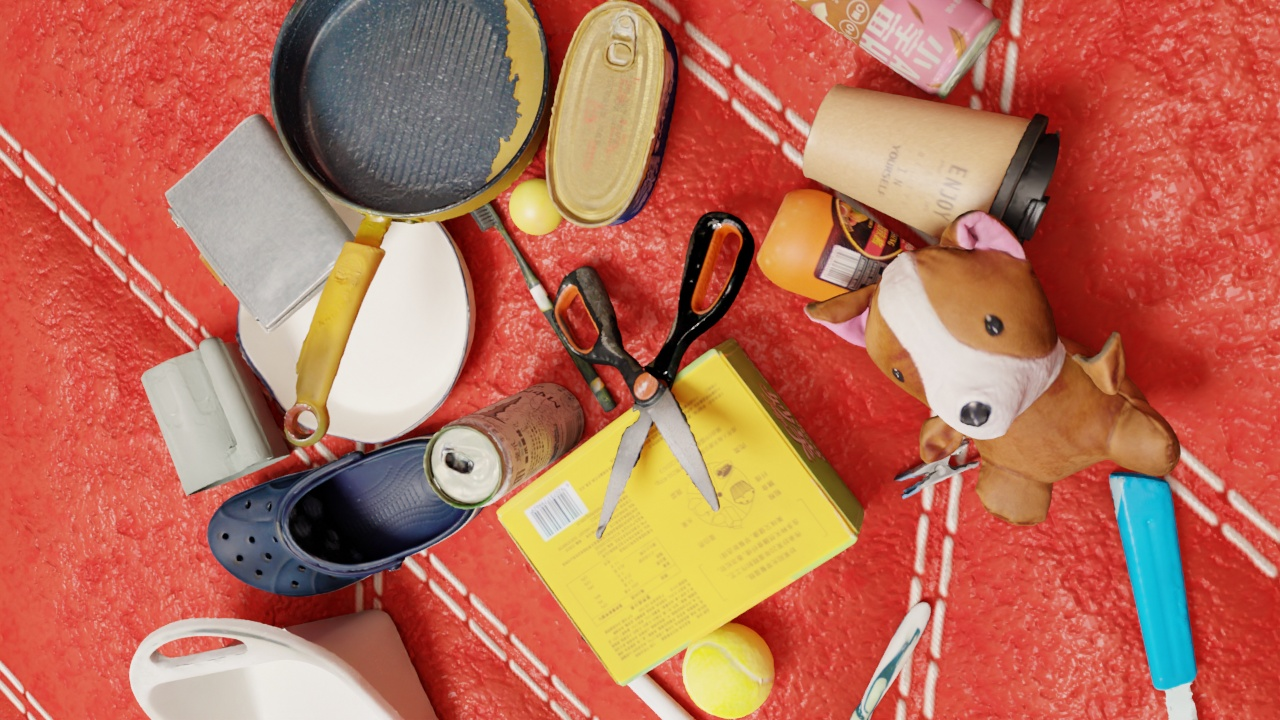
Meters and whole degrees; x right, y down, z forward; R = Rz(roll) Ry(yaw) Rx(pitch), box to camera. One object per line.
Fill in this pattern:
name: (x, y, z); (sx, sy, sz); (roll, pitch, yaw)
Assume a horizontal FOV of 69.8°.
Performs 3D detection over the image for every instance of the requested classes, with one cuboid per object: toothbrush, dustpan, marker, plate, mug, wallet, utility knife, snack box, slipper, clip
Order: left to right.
mug: (-0.334, 0.042, 0.731); (0.124, 0.083, 0.103); (-24, 89, 51)
wallet: (-0.280, -0.098, 0.680); (0.107, 0.037, 0.129); (-38, 86, 9)
dustpan: (-0.283, 0.306, 0.740); (0.223, 0.142, 0.258); (-16, 93, 19)
slipper: (-0.236, 0.130, 0.723); (0.253, 0.095, 0.105); (-19, 90, 15)
plate: (-0.217, -0.040, 0.713); (0.205, 0.045, 0.205); (3, 100, 18)
toothbrush: (-0.073, -0.040, 0.683); (0.186, 0.017, 0.012); (58, 149, 1)
marker: (0.006, 0.251, 0.706); (0.131, 0.018, 0.023); (42, 98, 7)
snack box: (0.027, 0.107, 0.648); (0.210, 0.070, 0.157); (-38, 86, 19)
toothbrush: (0.161, 0.253, 0.659); (0.016, 0.018, 0.192); (27, 106, 12)
clip: (0.198, 0.073, 0.615); (0.058, 0.025, 0.036); (-28, 82, 19)
utility knife: (0.339, 0.179, 0.591); (0.034, 0.018, 0.223); (-11, 94, 16)

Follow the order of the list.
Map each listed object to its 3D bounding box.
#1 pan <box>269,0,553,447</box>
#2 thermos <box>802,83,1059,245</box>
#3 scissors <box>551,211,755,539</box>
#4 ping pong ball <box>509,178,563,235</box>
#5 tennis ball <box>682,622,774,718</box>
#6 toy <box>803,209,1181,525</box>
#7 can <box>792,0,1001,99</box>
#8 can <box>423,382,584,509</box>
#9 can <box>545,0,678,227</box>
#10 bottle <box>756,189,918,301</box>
pan: (-0.176, -0.117, 0.623); (0.198, 0.078, 0.357); (12, 87, 7)
thermos: (0.177, -0.119, 0.560); (0.143, 0.093, 0.093); (24, 105, 19)
scissors: (0.006, -0.003, 0.603); (0.221, 0.021, 0.232); (38, 94, 42)
ping pong ball: (-0.074, -0.110, 0.659); (0.040, 0.040, 0.040); (3, 99, 16)
tennis ball: (0.063, 0.222, 0.658); (0.065, 0.065, 0.065); (3, 99, 16)
toy: (0.201, 0.009, 0.527); (0.140, 0.130, 0.199); (-34, 109, 33)
can: (0.144, -0.225, 0.565); (0.147, 0.057, 0.058); (38, 107, 8)
can: (-0.089, 0.055, 0.635); (0.058, 0.146, 0.058); (3, 99, 17)
can: (-0.018, -0.165, 0.629); (0.075, 0.049, 0.148); (15, 103, 14)
bottle: (0.152, -0.056, 0.591); (0.149, 0.066, 0.067); (25, 105, 4)
